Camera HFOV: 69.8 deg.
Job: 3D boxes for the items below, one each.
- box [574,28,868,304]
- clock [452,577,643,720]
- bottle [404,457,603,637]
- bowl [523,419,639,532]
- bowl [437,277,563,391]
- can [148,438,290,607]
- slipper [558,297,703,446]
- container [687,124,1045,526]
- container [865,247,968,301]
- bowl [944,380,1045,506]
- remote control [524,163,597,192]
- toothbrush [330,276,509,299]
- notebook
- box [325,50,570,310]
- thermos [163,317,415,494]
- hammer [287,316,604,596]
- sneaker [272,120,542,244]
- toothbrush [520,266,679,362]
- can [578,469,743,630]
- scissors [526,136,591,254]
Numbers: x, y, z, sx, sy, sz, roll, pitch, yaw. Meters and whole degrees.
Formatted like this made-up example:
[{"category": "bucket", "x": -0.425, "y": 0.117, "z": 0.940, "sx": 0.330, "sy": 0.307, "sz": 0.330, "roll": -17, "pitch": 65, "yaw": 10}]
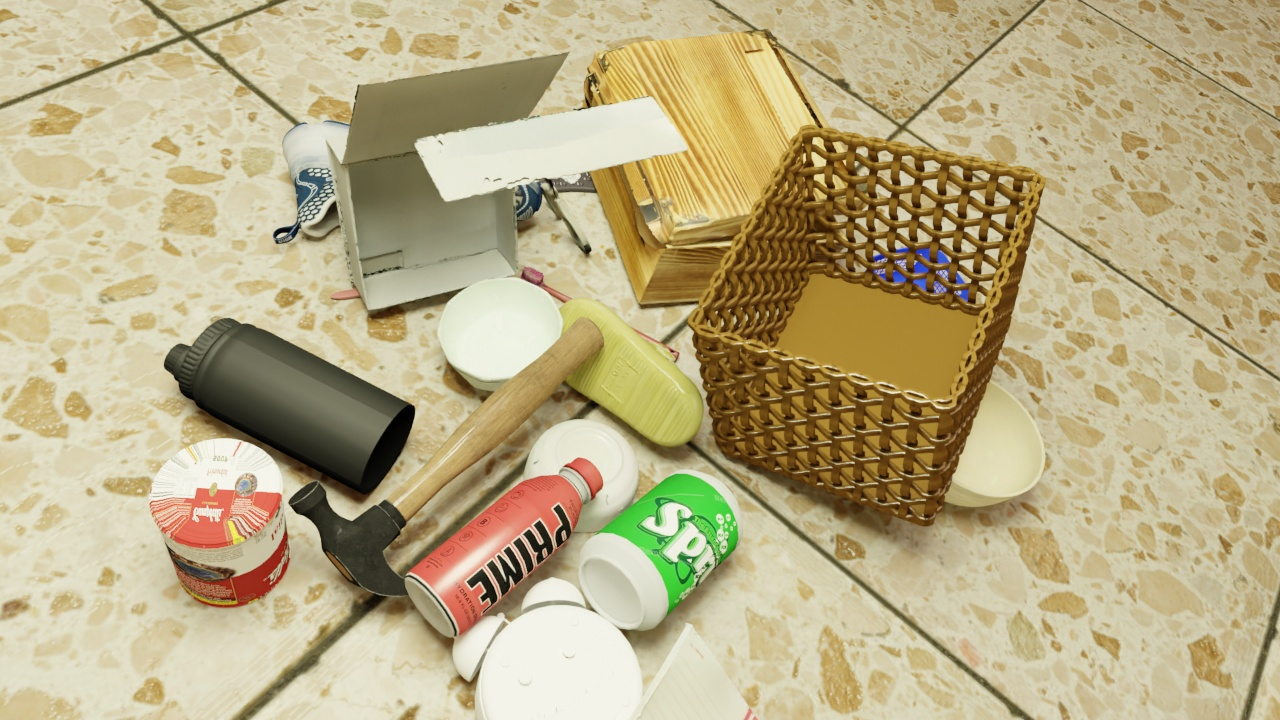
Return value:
[{"category": "box", "x": 0.073, "y": -0.221, "z": 1.040, "sx": 0.244, "sy": 0.168, "sz": 0.278, "roll": -7, "pitch": 59, "yaw": -21}, {"category": "clock", "x": -0.063, "y": 0.251, "z": 0.705, "sx": 0.125, "sy": 0.073, "sz": 0.161, "roll": -24, "pitch": 64, "yaw": -30}, {"category": "bottle", "x": -0.101, "y": 0.140, "z": 0.735, "sx": 0.062, "sy": 0.062, "sz": 0.176, "roll": 42, "pitch": 57, "yaw": 15}, {"category": "bowl", "x": -0.051, "y": 0.099, "z": 0.834, "sx": 0.105, "sy": 0.054, "sz": 0.104, "roll": 7, "pitch": 54, "yaw": -10}, {"category": "bowl", "x": -0.132, "y": -0.017, "z": 0.884, "sx": 0.117, "sy": 0.061, "sz": 0.117, "roll": 1, "pitch": 59, "yaw": -1}, {"category": "can", "x": -0.314, "y": 0.125, "z": 0.694, "sx": 0.086, "sy": 0.117, "sz": 0.086, "roll": 8, "pitch": 53, "yaw": -11}, {"category": "slipper", "x": -0.005, "y": 0.005, "z": 0.895, "sx": 0.190, "sy": 0.092, "sz": 0.081, "roll": 38, "pitch": 33, "yaw": 23}, {"category": "container", "x": 0.206, "y": -0.032, "z": 0.837, "sx": 0.220, "sy": 0.214, "sz": 0.251, "roll": 19, "pitch": 62, "yaw": 23}, {"category": "container", "x": 0.314, "y": -0.078, "z": 1.072, "sx": 0.114, "sy": 0.058, "sz": 0.096, "roll": -12, "pitch": 59, "yaw": -24}, {"category": "bowl", "x": 0.325, "y": 0.090, "z": 0.940, "sx": 0.150, "sy": 0.075, "sz": 0.150, "roll": 8, "pitch": 53, "yaw": -10}, {"category": "remote control", "x": -0.075, "y": -0.217, "z": 1.089, "sx": 0.124, "sy": 0.009, "sz": 0.046, "roll": -4, "pitch": 56, "yaw": -19}, {"category": "toothbrush", "x": -0.223, "y": -0.081, "z": 0.941, "sx": 0.184, "sy": 0.016, "sz": 0.015, "roll": -11, "pitch": 52, "yaw": -22}, {"category": "notebook", "x": 0.021, "y": 0.322, "z": 0.662, "sx": 0.208, "sy": 0.012, "sz": 0.153, "roll": -50, "pitch": 117, "yaw": -37}, {"category": "box", "x": -0.164, "y": -0.218, "z": 0.751, "sx": 0.166, "sy": 0.480, "sz": 0.119, "roll": -18, "pitch": 67, "yaw": -24}, {"category": "thermos", "x": -0.303, "y": 0.031, "z": 0.786, "sx": 0.198, "sy": 0.086, "sz": 0.085, "roll": 26, "pitch": 51, "yaw": 3}, {"category": "hammer", "x": -0.135, "y": 0.068, "z": 0.780, "sx": 0.304, "sy": 0.040, "sz": 0.132, "roll": -44, "pitch": 114, "yaw": -30}, {"category": "sneaker", "x": -0.239, "y": -0.158, "z": 0.956, "sx": 0.269, "sy": 0.103, "sz": 0.132, "roll": 6, "pitch": 68, "yaw": -12}, {"category": "toothbrush", "x": -0.043, "y": -0.049, "z": 0.969, "sx": 0.190, "sy": 0.017, "sz": 0.016, "roll": 29, "pitch": 51, "yaw": 5}, {"category": "can", "x": 0.019, "y": 0.158, "z": 0.779, "sx": 0.088, "sy": 0.088, "sz": 0.139, "roll": 43, "pitch": 45, "yaw": 16}, {"category": "scissors", "x": -0.086, "y": -0.171, "z": 0.974, "sx": 0.012, "sy": 0.163, "sz": 0.154, "roll": -34, "pitch": 103, "yaw": -7}]
